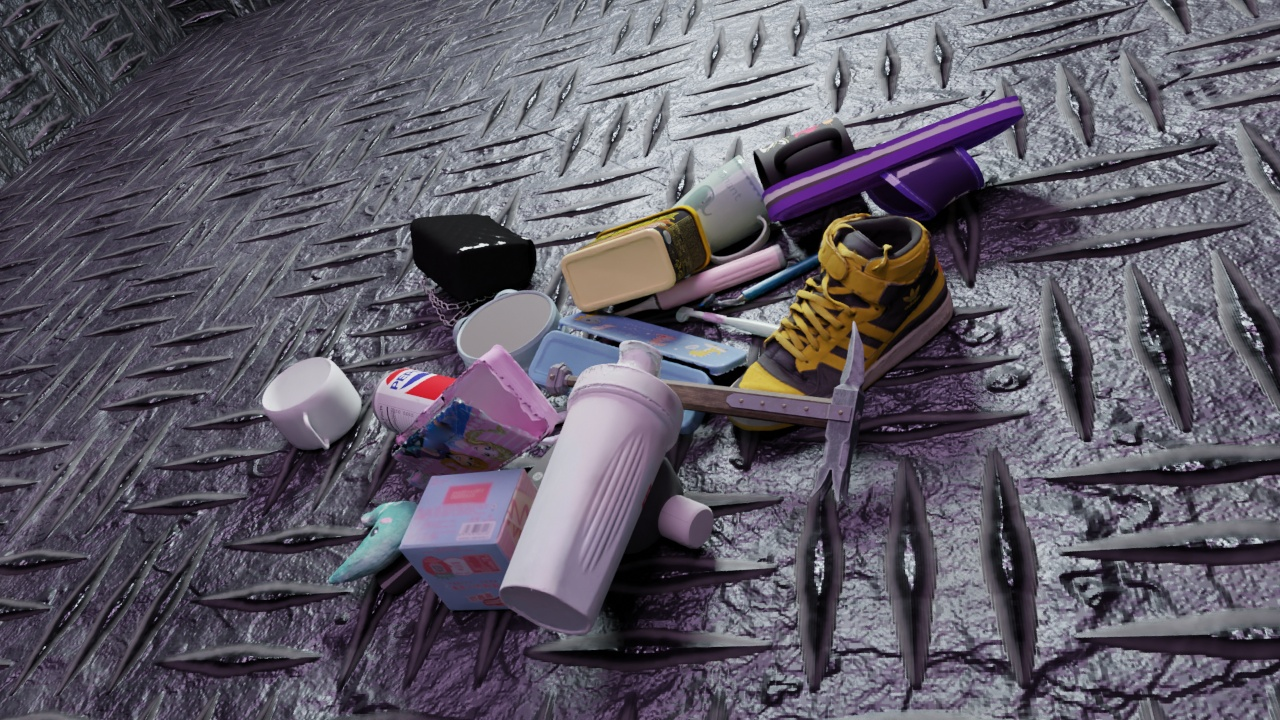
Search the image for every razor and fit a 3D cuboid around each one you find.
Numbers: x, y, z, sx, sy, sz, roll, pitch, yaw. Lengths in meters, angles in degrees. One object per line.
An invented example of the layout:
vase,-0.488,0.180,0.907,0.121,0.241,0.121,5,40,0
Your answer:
razor,0.131,-0.081,0.962,0.144,0.022,0.042,-23,2,-3

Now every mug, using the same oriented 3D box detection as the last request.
mug,0.095,-0.157,1.026,0.104,0.084,0.111,-32,57,7
mug,-0.369,0.055,1.036,0.094,0.068,0.115,-28,38,-4
mug,0.185,-0.221,1.020,0.098,0.118,0.081,-21,76,5

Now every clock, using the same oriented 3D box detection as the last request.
clock,-0.151,-0.030,1.036,0.122,0.045,0.159,-37,40,-16

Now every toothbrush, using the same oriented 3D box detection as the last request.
toothbrush,0.049,-0.076,0.994,0.223,0.026,0.027,-20,59,7
toothbrush,0.100,-0.036,0.928,0.155,0.015,0.022,15,54,39

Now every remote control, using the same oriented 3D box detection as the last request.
remote control,-0.178,0.161,0.848,0.146,0.015,0.033,-38,39,-16

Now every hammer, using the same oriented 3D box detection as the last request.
hammer,0.044,0.028,0.815,0.317,0.028,0.147,6,77,33

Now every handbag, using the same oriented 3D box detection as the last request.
handbag,-0.209,-0.120,1.163,0.124,0.115,0.154,-17,28,-29

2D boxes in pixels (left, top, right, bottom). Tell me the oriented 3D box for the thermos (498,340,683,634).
thermos,-0.035,0.095,0.710,0.099,0.099,0.219,0,49,29

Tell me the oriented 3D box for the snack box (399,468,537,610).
snack box,-0.129,0.151,0.769,0.093,0.095,0.079,-8,40,22

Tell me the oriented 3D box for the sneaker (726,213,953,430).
sneaker,0.167,-0.040,0.808,0.238,0.122,0.086,-32,36,-11

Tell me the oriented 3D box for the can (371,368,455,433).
can,-0.213,0.050,0.954,0.132,0.070,0.070,10,49,37

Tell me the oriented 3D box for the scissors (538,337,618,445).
scissors,-0.037,0.036,0.923,0.177,0.013,0.170,-24,41,-2

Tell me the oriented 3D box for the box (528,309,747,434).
box,-0.008,-0.002,0.908,0.210,0.043,0.124,17,54,34

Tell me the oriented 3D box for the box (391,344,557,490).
box,-0.160,0.071,0.799,0.070,0.084,0.231,-40,4,-37

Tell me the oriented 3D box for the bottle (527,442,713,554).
bottle,-0.015,0.116,0.786,0.174,0.046,0.083,16,53,41

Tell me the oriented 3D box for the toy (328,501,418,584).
toy,-0.242,0.164,0.855,0.085,0.033,0.105,-22,22,19

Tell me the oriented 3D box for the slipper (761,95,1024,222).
slipper,0.266,-0.177,0.947,0.267,0.084,0.107,-19,-3,6

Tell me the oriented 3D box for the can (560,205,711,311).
can,-0.006,-0.108,0.984,0.131,0.072,0.100,-14,14,29
